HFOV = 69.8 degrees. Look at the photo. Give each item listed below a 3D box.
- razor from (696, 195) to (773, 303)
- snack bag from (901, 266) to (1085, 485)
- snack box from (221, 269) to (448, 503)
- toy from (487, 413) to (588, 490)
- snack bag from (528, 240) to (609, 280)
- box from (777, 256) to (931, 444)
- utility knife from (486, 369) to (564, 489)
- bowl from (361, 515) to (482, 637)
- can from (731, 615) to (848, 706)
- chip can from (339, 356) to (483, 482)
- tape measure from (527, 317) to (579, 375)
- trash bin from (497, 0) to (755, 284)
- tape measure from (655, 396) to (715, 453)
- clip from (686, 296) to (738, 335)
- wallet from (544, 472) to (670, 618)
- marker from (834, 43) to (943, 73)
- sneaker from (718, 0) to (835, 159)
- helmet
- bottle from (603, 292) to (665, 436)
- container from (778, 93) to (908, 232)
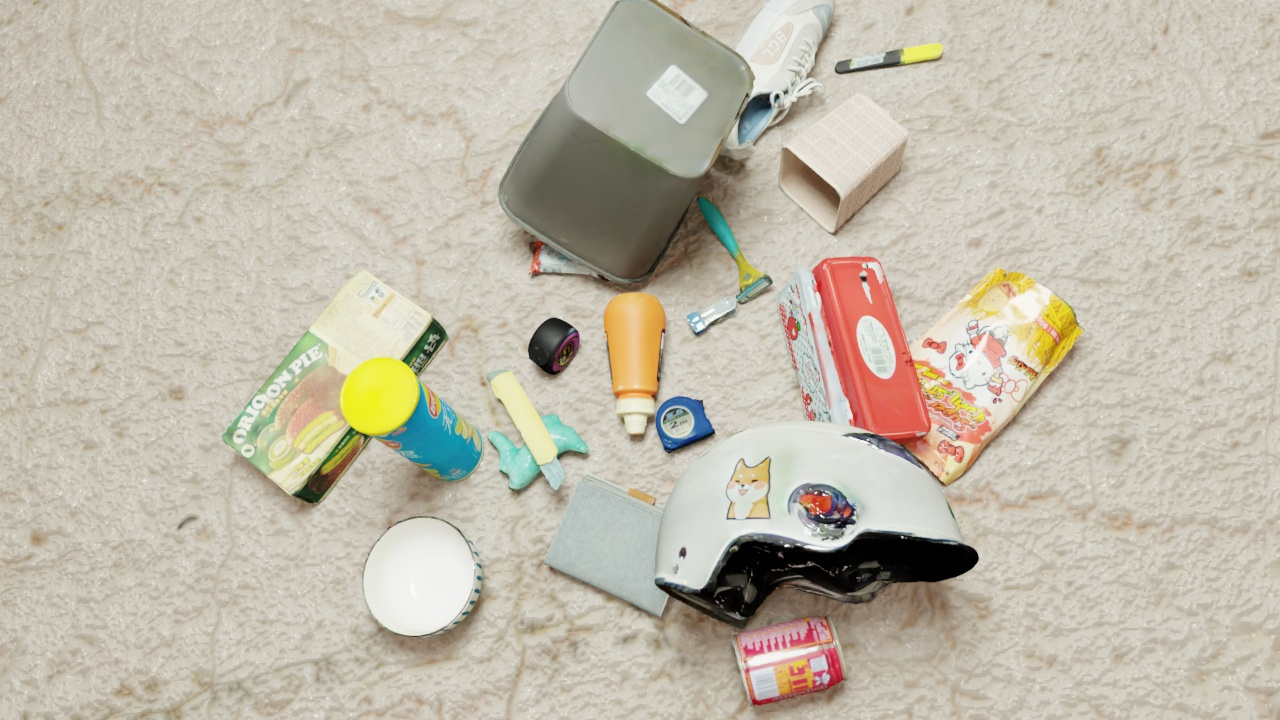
[{"bbox_3d":[0.098,-0.128,1.015,0.043,0.028,0.132,-37,71,24],"label":"razor"},{"bbox_3d":[0.332,0.010,0.923,0.208,0.073,0.128,-45,72,-1],"label":"snack bag"},{"bbox_3d":[-0.331,0.027,1.005,0.114,0.063,0.239,32,78,17],"label":"snack box"},{"bbox_3d":[-0.115,0.093,0.970,0.091,0.030,0.096,-45,65,-10],"label":"toy"},{"bbox_3d":[-0.078,-0.114,1.037,0.105,0.026,0.045,5,63,9],"label":"snack bag"},{"bbox_3d":[0.211,0.001,0.931,0.094,0.100,0.200,-4,68,-16],"label":"box"},{"bbox_3d":[-0.119,0.066,0.959,0.031,0.019,0.182,-33,46,-4],"label":"utility knife"},{"bbox_3d":[-0.211,0.218,0.920,0.116,0.066,0.116,-3,72,8],"label":"bowl"},{"bbox_3d":[0.138,0.276,0.849,0.094,0.066,0.066,-15,70,3],"label":"can"},{"bbox_3d":[-0.215,0.064,0.897,0.071,0.210,0.071,-3,70,7],"label":"chip can"},{"bbox_3d":[-0.095,-0.017,0.990,0.039,0.057,0.058,32,87,18],"label":"tape measure"},{"bbox_3d":[-0.010,-0.222,0.928,0.198,0.220,0.198,30,68,-9],"label":"trash bin"},{"bbox_3d":[0.043,0.065,0.958,0.058,0.025,0.054,-21,68,-4],"label":"tape measure"},{"bbox_3d":[0.079,-0.050,0.998,0.058,0.037,0.026,-29,68,1],"label":"clip"},{"bbox_3d":[-0.017,0.181,0.920,0.130,0.037,0.106,22,84,11],"label":"wallet"},{"bbox_3d":[0.290,-0.352,1.074,0.124,0.015,0.018,-8,69,9],"label":"marker"},{"bbox_3d":[0.158,-0.328,1.040,0.091,0.089,0.242,35,83,33],"label":"sneaker"},{"bbox_3d":[0.142,0.134,0.822,0.274,0.230,0.156,-16,62,15],"label":"helmet"},{"bbox_3d":[-0.006,0.006,0.970,0.067,0.067,0.149,-2,78,7],"label":"bottle"},{"bbox_3d":[0.222,-0.218,0.998,0.111,0.090,0.090,-40,70,-9],"label":"container"}]
